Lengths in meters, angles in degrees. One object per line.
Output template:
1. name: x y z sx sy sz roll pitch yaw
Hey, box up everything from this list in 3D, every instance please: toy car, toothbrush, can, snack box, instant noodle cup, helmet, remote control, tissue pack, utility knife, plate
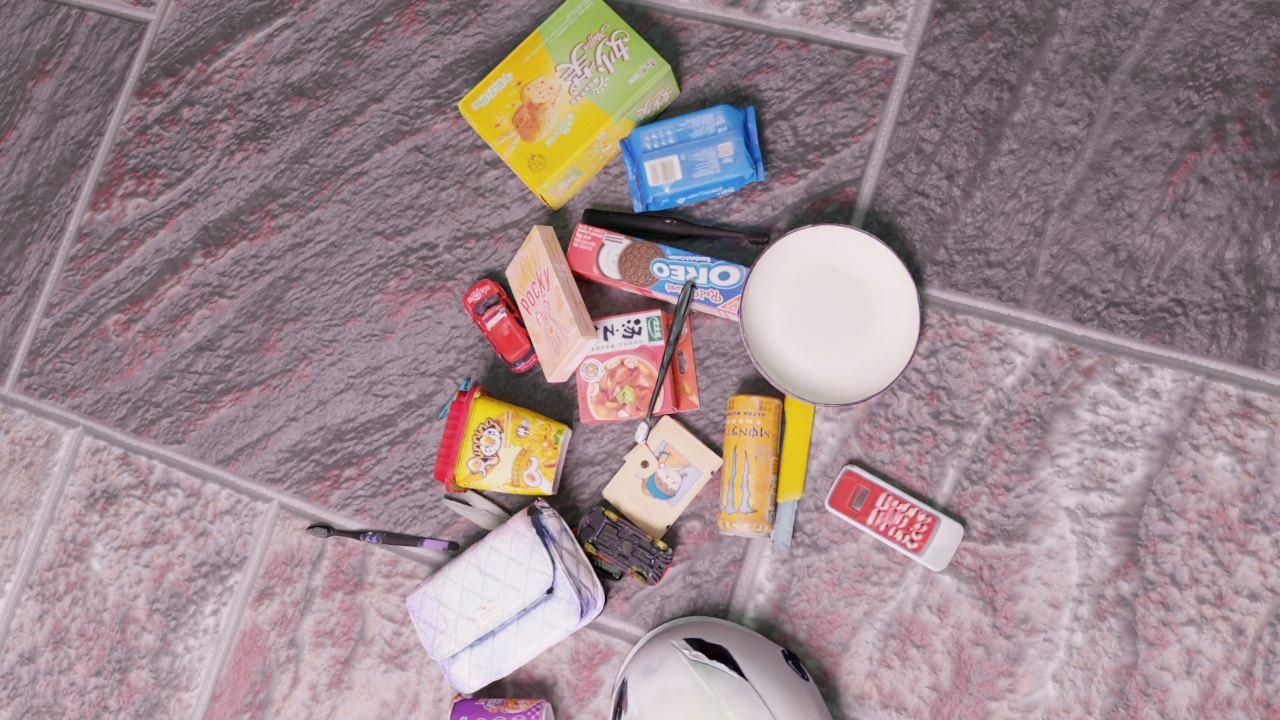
1. toy car: -0.158 -0.042 1.048 0.053 0.045 0.120 -39 73 2
2. toothbrush: 0.039 -0.148 1.035 0.213 0.027 0.026 8 67 12
3. can: 0.114 0.110 0.956 0.058 0.058 0.146 4 81 12
4. snack box: 0.024 -0.096 1.012 0.207 0.058 0.057 17 87 14
5. instant noodle cup: -0.139 0.396 0.939 0.099 0.111 0.111 -7 79 3
6. helmet: 0.071 0.376 0.874 0.229 0.146 0.258 -35 75 4
7. toothbrush: -0.298 0.203 1.049 0.189 0.017 0.014 4 81 11
8. remote control: 0.258 0.160 0.937 0.136 0.020 0.056 30 87 15
9. tissue pack: 0.059 -0.226 1.030 0.157 0.052 0.095 -13 80 10
10. snack box: -0.083 -0.304 1.063 0.210 0.070 0.157 -43 74 2
11. snack box: -0.006 0.006 1.007 0.127 0.044 0.113 -9 79 10
12. instant noodle cup: -0.144 0.096 0.992 0.123 0.116 0.116 13 82 2
13. utility knife: 0.160 0.102 0.969 0.033 0.015 0.206 8 79 12
14. toy car: -0.017 0.195 0.967 0.106 0.031 0.049 27 77 17
15. snack box: -0.100 -0.063 1.008 0.085 0.026 0.157 -50 55 42
16. plate: 0.195 -0.046 0.960 0.192 0.039 0.192 0 84 -4
17. toothbrush: 0.026 0.002 0.965 0.016 0.018 0.181 17 88 15

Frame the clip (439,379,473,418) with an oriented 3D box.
1. clip: -0.208 0.049 1.058 0.040 0.014 0.056 32 89 14

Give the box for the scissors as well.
1. scissors: -0.114 0.188 1.015 0.162 0.022 0.234 -36 70 -3

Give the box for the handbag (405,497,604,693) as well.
1. handbag: -0.143 0.250 0.957 0.194 0.075 0.134 -37 74 18

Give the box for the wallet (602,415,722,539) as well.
1. wallet: 0.022 0.125 0.993 0.087 0.024 0.115 40 91 10
